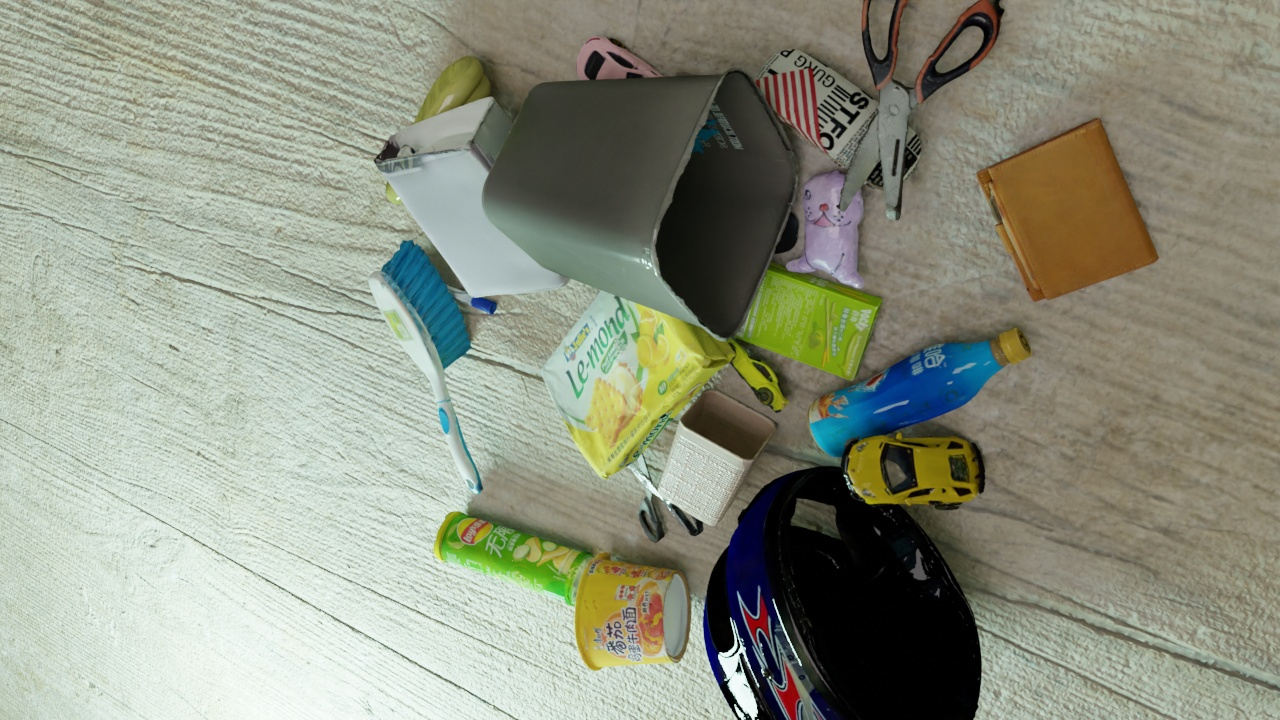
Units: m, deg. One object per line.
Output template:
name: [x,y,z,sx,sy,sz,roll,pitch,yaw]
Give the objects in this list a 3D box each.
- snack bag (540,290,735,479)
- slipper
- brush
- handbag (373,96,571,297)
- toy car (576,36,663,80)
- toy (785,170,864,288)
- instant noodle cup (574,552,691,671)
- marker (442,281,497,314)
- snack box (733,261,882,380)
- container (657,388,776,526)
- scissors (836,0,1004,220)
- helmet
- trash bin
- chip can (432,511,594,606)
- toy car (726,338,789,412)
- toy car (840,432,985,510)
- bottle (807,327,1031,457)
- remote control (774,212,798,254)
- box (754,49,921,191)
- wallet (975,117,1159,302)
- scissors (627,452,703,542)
snack bag: [-0.006,0.006,0.990,0.247,0.068,0.158,-49,60,36]
slipper: [-0.213,-0.244,1.012,0.081,0.091,0.191,25,121,-29]
brush: [-0.243,0.013,1.124,0.061,0.109,0.315,-4,124,35]
handbag: [-0.165,-0.164,0.965,0.145,0.098,0.197,-9,136,27]
toy car: [-0.011,-0.273,0.911,0.122,0.037,0.056,37,125,7]
toy: [0.179,-0.128,0.875,0.084,0.038,0.108,16,120,34]
instant noodle cup: [-0.004,0.310,1.121,0.110,0.137,0.138,-4,110,21]
marker: [-0.241,-0.088,1.127,0.146,0.016,0.017,22,120,18]
snack box: [0.157,-0.046,0.931,0.156,0.026,0.086,21,120,18]
container: [0.080,0.110,1.007,0.090,0.089,0.111,29,125,14]
scissors: [0.225,-0.234,0.775,0.222,0.015,0.189,-33,82,14]
helmet: [0.179,0.272,0.941,0.315,0.246,0.241,59,146,1]
trash bin: [-0.002,-0.154,0.847,0.220,0.199,0.198,17,78,33]
chip can: [-0.163,0.261,1.212,0.221,0.072,0.073,13,117,22]
toy car: [0.117,0.010,0.968,0.032,0.048,0.105,-42,89,5]
toy car: [0.262,0.106,0.879,0.041,0.155,0.071,147,123,-61]
bottle: [0.266,0.029,0.885,0.219,0.065,0.065,-29,97,34]
remote control: [0.091,-0.136,0.926,0.136,0.024,0.053,12,116,23]
box: [0.181,-0.218,0.836,0.163,0.081,0.075,37,93,10]
wallet: [0.362,-0.124,0.786,0.108,0.031,0.132,-24,99,31]
scissors: [0.010,0.148,1.091,0.181,0.014,0.160,39,139,27]
